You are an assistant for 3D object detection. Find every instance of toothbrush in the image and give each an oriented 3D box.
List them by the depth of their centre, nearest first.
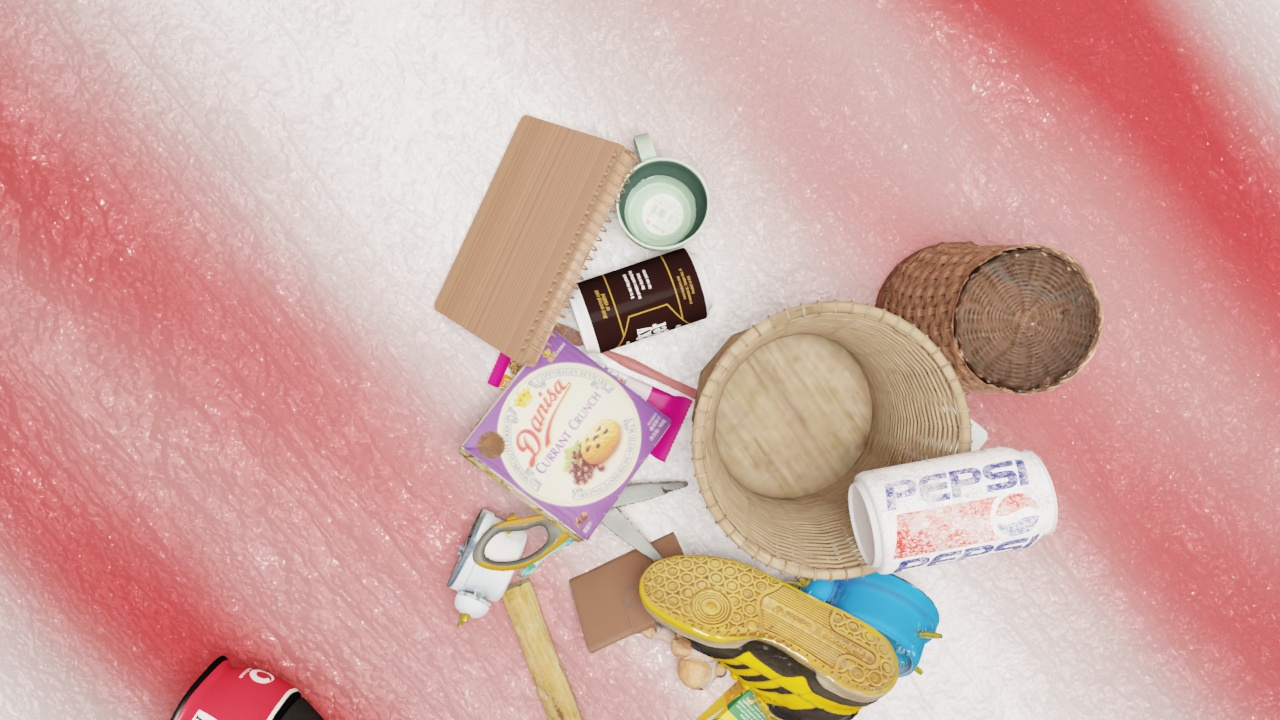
[{"bbox_3d":[-0.005,0.005,0.920,0.184,0.016,0.015,25,87,-3],"label":"toothbrush"},{"bbox_3d":[-0.071,0.177,0.930,0.135,0.017,0.022,-40,93,3],"label":"toothbrush"}]

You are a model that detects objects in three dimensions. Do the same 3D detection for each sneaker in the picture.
[{"bbox_3d":[0.107,0.267,0.855,0.238,0.085,0.122,21,137,10],"label":"sneaker"}]

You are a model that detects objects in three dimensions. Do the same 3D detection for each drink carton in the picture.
[{"bbox_3d":[0.119,0.355,0.931,0.122,0.041,0.058,-44,93,3],"label":"drink carton"}]

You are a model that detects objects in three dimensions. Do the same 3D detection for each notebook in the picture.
[{"bbox_3d":[-0.101,-0.115,0.851,0.169,0.022,0.210,29,95,43],"label":"notebook"}]

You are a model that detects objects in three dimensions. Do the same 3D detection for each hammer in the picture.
[{"bbox_3d":[-0.069,0.381,0.939,0.132,0.033,0.330,-20,94,3],"label":"hammer"}]

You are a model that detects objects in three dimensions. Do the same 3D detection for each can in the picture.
[{"bbox_3d":[0.234,0.112,0.696,0.136,0.078,0.078,-10,94,-2],"label":"can"},{"bbox_3d":[0.000,-0.057,0.881,0.128,0.072,0.072,-19,94,-4],"label":"can"}]

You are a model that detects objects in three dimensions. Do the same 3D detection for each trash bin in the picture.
[{"bbox_3d":[0.309,-0.035,0.818,0.151,0.210,0.151,0,95,-1],"label":"trash bin"}]

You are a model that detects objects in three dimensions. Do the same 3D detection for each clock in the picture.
[{"bbox_3d":[0.205,0.248,0.888,0.161,0.117,0.060,16,53,19],"label":"clock"},{"bbox_3d":[-0.157,0.205,0.900,0.057,0.083,0.117,25,89,-8],"label":"clock"}]

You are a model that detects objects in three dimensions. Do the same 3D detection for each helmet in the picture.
[{"bbox_3d":[-0.359,0.449,0.862,0.224,0.198,0.271,27,85,-2],"label":"helmet"}]

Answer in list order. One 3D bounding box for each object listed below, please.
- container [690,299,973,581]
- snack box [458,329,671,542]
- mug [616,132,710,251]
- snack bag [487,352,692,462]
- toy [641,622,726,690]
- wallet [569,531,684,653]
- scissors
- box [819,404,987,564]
[{"bbox_3d":[0.150,0.060,0.828,0.227,0.196,0.227,0,94,-2],"label":"container"},{"bbox_3d":[-0.071,0.072,0.870,0.148,0.041,0.143,38,71,-4],"label":"snack box"},{"bbox_3d":[0.016,-0.157,0.862,0.084,0.104,0.111,-16,95,1],"label":"mug"},{"bbox_3d":[-0.051,0.032,0.920,0.196,0.016,0.070,25,92,-2],"label":"snack bag"},{"bbox_3d":[0.047,0.288,0.920,0.074,0.085,0.106,-45,121,-35],"label":"toy"},{"bbox_3d":[-0.007,0.229,0.910,0.121,0.087,0.013,-25,136,2],"label":"wallet"},{"bbox_3d":[-0.063,0.123,0.892,0.225,0.016,0.226,-13,80,-20],"label":"scissors"},{"bbox_3d":[0.258,0.130,0.910,0.085,0.070,0.199,36,92,17],"label":"box"}]
